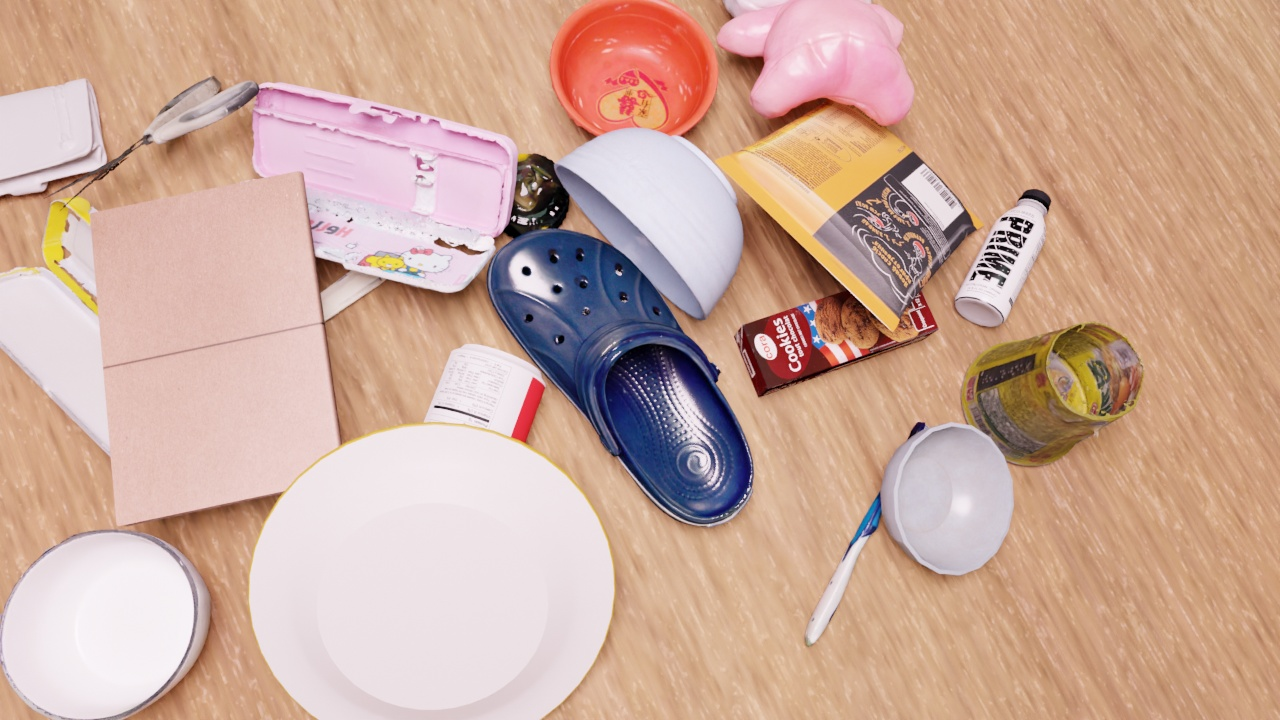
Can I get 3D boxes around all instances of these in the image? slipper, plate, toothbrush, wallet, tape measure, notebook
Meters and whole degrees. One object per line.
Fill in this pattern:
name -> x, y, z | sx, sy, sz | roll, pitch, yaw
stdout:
slipper -> -0.004, 0.004, 0.640 | 0.105, 0.095, 0.253 | -38, 89, -10
plate -> -0.129, 0.151, 0.578 | 0.229, 0.021, 0.230 | -2, 103, -7
toothbrush -> 0.168, 0.125, 0.670 | 0.017, 0.016, 0.188 | 35, 75, -7
wallet -> -0.455, -0.160, 0.672 | 0.116, 0.032, 0.086 | -14, 67, -7
tape measure -> -0.084, -0.124, 0.694 | 0.067, 0.038, 0.062 | 37, 75, 4
notebook -> -0.273, -0.012, 0.589 | 0.141, 0.008, 0.209 | -12, 78, -2

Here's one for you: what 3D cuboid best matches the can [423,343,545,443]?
can -> -0.118, 0.061, 0.628 | 0.070, 0.070, 0.132 | 19, 75, -1

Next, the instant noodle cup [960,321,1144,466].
instant noodle cup -> 0.299, 0.019, 0.660 | 0.102, 0.108, 0.102 | 1, 76, -3

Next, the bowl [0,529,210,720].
bowl -> -0.329, 0.167, 0.583 | 0.116, 0.066, 0.116 | 1, 76, -5

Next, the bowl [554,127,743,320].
bowl -> 0.018, -0.106, 0.635 | 0.074, 0.150, 0.150 | -45, 84, -3

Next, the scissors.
scissors -> -0.338, -0.162, 0.649 | 0.158, 0.012, 0.168 | -18, 38, 14

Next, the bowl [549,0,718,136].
bowl -> -0.007, -0.219, 0.721 | 0.130, 0.045, 0.130 | 1, 76, -5

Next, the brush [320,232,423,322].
brush -> -0.243, -0.030, 0.669 | 0.217, 0.012, 0.033 | -39, 83, -14

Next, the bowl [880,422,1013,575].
bowl -> 0.213, 0.098, 0.660 | 0.106, 0.039, 0.106 | 1, 86, -23

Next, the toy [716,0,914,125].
toy -> 0.131, -0.269, 0.708 | 0.142, 0.084, 0.212 | 1, 51, -9

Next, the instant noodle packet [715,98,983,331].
instant noodle packet -> 0.163, -0.122, 0.675 | 0.160, 0.032, 0.220 | 45, 43, 6

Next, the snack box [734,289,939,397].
snack box -> 0.147, -0.021, 0.694 | 0.140, 0.032, 0.051 | -18, 79, -10

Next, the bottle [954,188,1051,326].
bottle -> 0.289, -0.084, 0.720 | 0.041, 0.041, 0.116 | 31, 75, 2

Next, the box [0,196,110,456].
box -> -0.354, -0.016, 0.610 | 0.210, 0.084, 0.079 | 39, 32, 10

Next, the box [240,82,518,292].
box -> -0.196, -0.121, 0.635 | 0.201, 0.102, 0.101 | 15, 117, 8
